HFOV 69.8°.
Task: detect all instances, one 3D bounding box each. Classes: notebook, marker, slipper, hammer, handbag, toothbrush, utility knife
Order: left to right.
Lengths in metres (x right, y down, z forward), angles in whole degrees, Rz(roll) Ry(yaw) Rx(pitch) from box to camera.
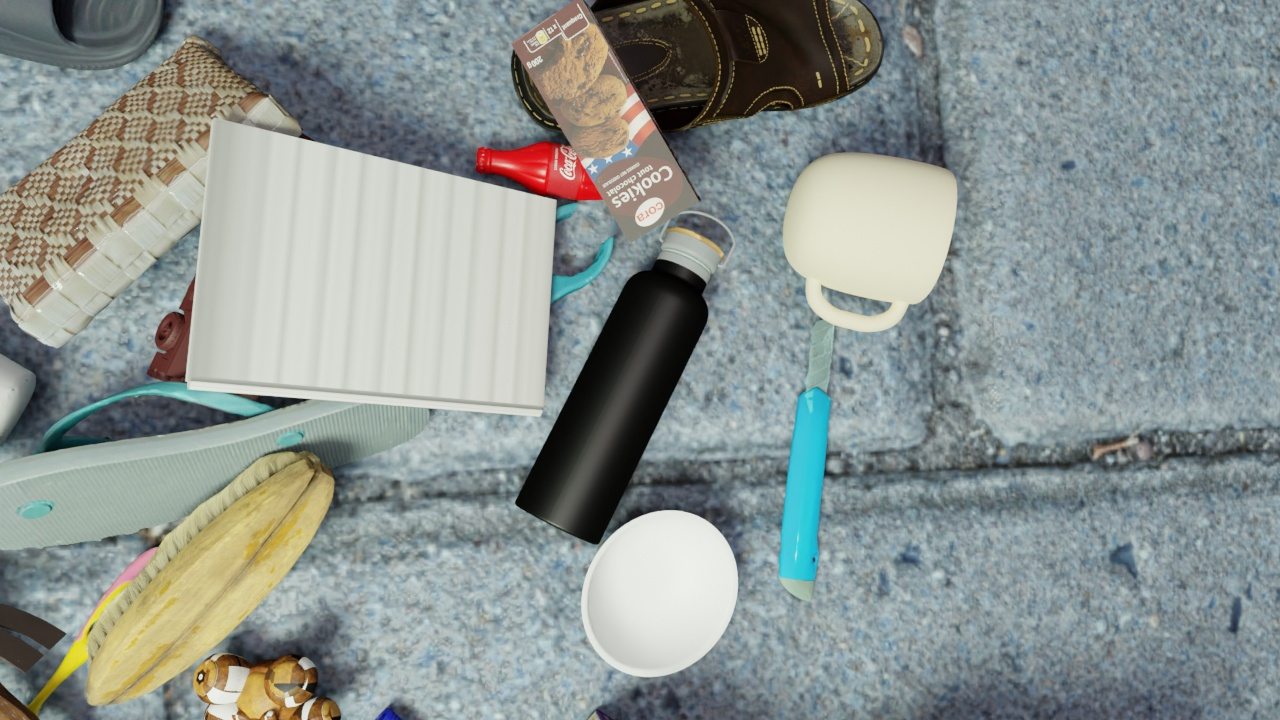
[{"bbox_3d":[-0.414,-0.252,0.518,0.268,0.083,0.110,13,83,-10],"label":"slipper"},{"bbox_3d":[-0.333,0.169,0.553,0.021,0.016,0.135,38,78,-7],"label":"toothbrush"},{"bbox_3d":[-0.304,0.265,0.528,0.115,0.033,0.323,-34,104,14],"label":"hammer"},{"bbox_3d":[-0.293,-0.102,0.531,0.185,0.047,0.124,-46,55,-10],"label":"handbag"},{"bbox_3d":[-0.263,0.051,0.545,0.268,0.098,0.054,-13,59,-21],"label":"slipper"},{"bbox_3d":[-0.145,-0.045,0.537,0.209,0.009,0.142,7,83,-36],"label":"notebook"},{"bbox_3d":[-0.122,0.277,0.591,0.027,0.023,0.133,-44,98,11],"label":"marker"},{"bbox_3d":[0.047,-0.211,0.620,0.267,0.076,0.113,-12,91,-13],"label":"slipper"},{"bbox_3d":[0.122,0.069,0.657,0.031,0.015,0.205,8,90,-13],"label":"utility knife"}]

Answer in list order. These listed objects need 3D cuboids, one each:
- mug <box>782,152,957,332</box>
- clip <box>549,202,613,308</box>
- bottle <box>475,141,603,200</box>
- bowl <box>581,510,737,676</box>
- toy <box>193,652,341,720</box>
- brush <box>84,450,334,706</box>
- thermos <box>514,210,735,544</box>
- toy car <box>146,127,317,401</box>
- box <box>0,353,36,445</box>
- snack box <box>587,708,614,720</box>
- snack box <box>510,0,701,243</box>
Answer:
[{"bbox_3d":[0.147,-0.082,0.629,0.100,0.096,0.120,11,90,-1],"label":"mug"},{"bbox_3d":[-0.081,-0.061,0.614,0.127,0.028,0.113,-39,98,-10],"label":"clip"},{"bbox_3d":[-0.050,-0.127,0.616,0.119,0.036,0.036,5,86,-12],"label":"bottle"},{"bbox_3d":[0.007,0.149,0.612,0.109,0.040,0.110,-2,96,-22],"label":"bowl"},{"bbox_3d":[-0.224,0.233,0.549,0.087,0.067,0.112,-3,75,11],"label":"toy"},{"bbox_3d":[-0.254,0.126,0.537,0.195,0.043,0.059,-45,140,4],"label":"brush"},{"bbox_3d":[-0.004,0.004,0.608,0.061,0.061,0.231,28,82,-10],"label":"thermos"},{"bbox_3d":[-0.223,-0.055,0.550,0.070,0.062,0.169,30,80,-47],"label":"toy car"},{"bbox_3d":[-0.428,-0.002,0.507,0.166,0.092,0.083,38,84,-17],"label":"box"},{"bbox_3d":[0.030,0.291,0.562,0.148,0.143,0.040,37,80,-9],"label":"snack box"},{"bbox_3d":[-0.020,-0.149,0.577,0.051,0.031,0.141,-30,97,11],"label":"snack box"}]
